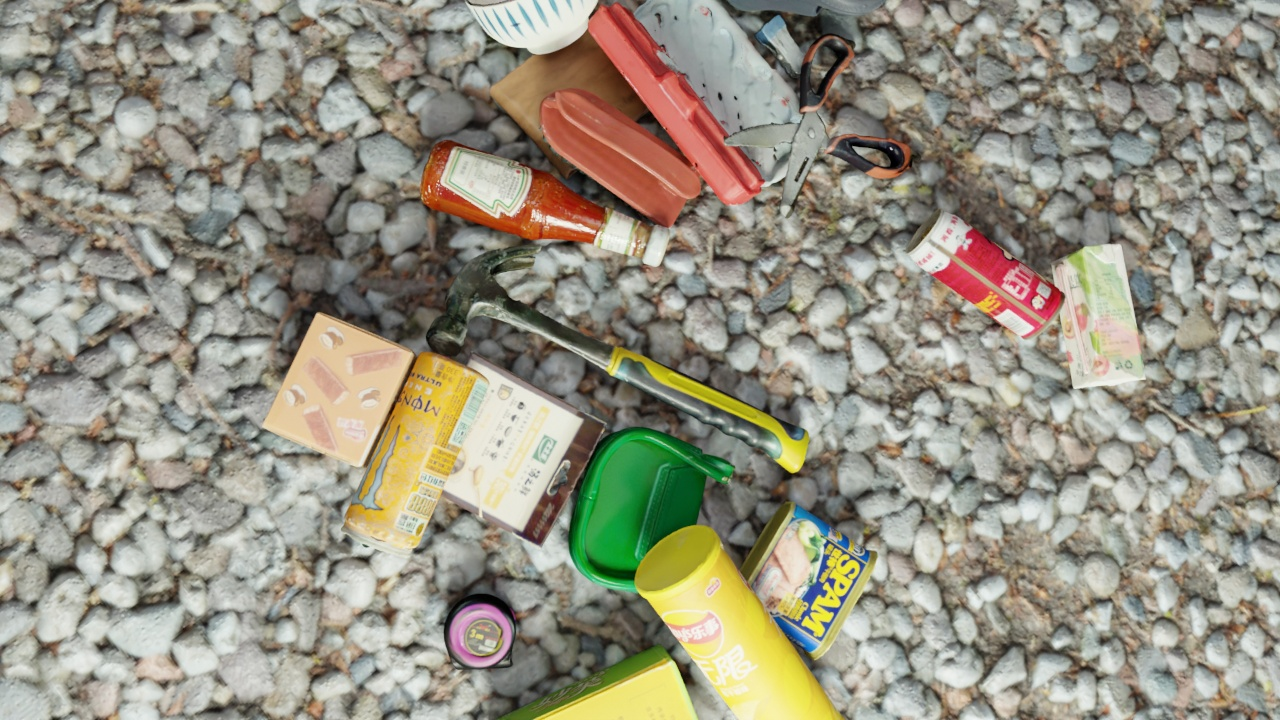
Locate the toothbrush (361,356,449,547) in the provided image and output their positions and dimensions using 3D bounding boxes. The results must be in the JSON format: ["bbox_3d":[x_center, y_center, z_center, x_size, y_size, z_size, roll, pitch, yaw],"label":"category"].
[{"bbox_3d":[-0.189,0.062,0.749,0.014,0.018,0.189,21,79,-2],"label":"toothbrush"}]

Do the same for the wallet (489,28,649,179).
[{"bbox_3d":[-0.057,-0.231,0.802,0.115,0.020,0.101,-43,92,-12],"label":"wallet"}]

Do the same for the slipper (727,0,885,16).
[{"bbox_3d":[0.104,-0.372,0.817,0.268,0.083,0.110,35,68,16],"label":"slipper"}]

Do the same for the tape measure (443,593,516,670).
[{"bbox_3d":[-0.127,0.214,0.727,0.057,0.039,0.058,-2,88,-8],"label":"tape measure"}]

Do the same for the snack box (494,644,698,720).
[{"bbox_3d":[-0.010,0.351,0.709,0.157,0.070,0.210,-22,86,-9],"label":"snack box"}]

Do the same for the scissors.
[{"bbox_3d":[0.157,-0.206,0.795,0.225,0.015,0.189,-1,73,-30],"label":"scissors"}]

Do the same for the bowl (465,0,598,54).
[{"bbox_3d":[-0.082,-0.303,0.773,0.116,0.116,0.066,-39,133,-10],"label":"bowl"}]

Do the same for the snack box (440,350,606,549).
[{"bbox_3d":[-0.109,0.072,0.739,0.125,0.053,0.113,29,81,-3],"label":"snack box"}]

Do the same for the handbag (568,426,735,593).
[{"bbox_3d":[0.006,0.123,0.741,0.120,0.068,0.131,15,81,-6],"label":"handbag"}]

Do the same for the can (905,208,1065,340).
[{"bbox_3d":[0.303,-0.077,0.811,0.133,0.053,0.053,35,80,-2],"label":"can"}]

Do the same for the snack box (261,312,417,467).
[{"bbox_3d":[-0.225,0.026,0.710,0.077,0.093,0.094,23,81,-4],"label":"snack box"}]

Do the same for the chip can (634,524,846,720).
[{"bbox_3d":[0.080,0.227,0.704,0.072,0.072,0.213,-37,108,-10],"label":"chip can"}]

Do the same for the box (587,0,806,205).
[{"bbox_3d":[0.054,-0.232,0.796,0.154,0.074,0.201,-37,87,-38],"label":"box"}]

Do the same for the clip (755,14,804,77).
[{"bbox_3d":[0.131,-0.282,0.832,0.026,0.043,0.058,-38,97,-13],"label":"clip"}]

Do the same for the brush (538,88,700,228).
[{"bbox_3d":[-0.019,-0.174,0.760,0.146,0.069,0.063,32,78,-17],"label":"brush"}]

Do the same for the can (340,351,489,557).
[{"bbox_3d":[-0.167,0.069,0.685,0.058,0.058,0.146,23,80,-4],"label":"can"}]

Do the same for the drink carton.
[{"bbox_3d":[0.406,-0.038,0.819,0.045,0.053,0.122,-6,83,-8],"label":"drink carton"}]

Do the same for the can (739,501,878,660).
[{"bbox_3d":[0.132,0.179,0.756,0.083,0.057,0.102,33,80,0],"label":"can"}]

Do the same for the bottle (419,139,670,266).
[{"bbox_3d":[-0.077,-0.125,0.763,0.206,0.060,0.059,18,81,-4],"label":"bottle"}]

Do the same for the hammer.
[{"bbox_3d":[-0.004,0.004,0.756,0.323,0.032,0.125,26,52,-10],"label":"hammer"}]
